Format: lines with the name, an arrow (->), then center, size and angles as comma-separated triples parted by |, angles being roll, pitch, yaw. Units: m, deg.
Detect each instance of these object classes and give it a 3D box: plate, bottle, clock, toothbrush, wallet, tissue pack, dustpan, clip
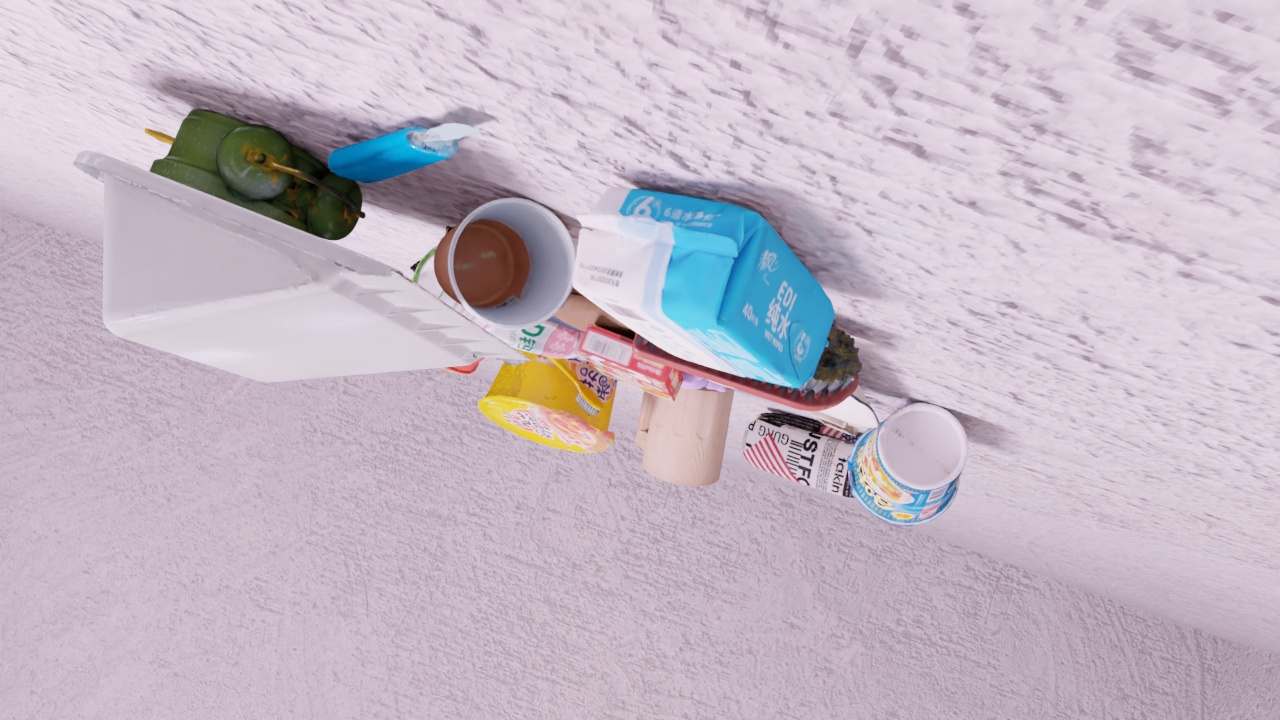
plate -> 0.105, 0.006, 0.718 | 0.164, 0.034, 0.163 | 16, 172, 27
bottle -> -0.106, -0.040, 0.814 | 0.068, 0.068, 0.196 | 12, 173, 46
clock -> -0.263, -0.123, 0.637 | 0.161, 0.056, 0.116 | 15, 172, 31
toothbrush -> -0.100, -0.014, 0.880 | 0.191, 0.018, 0.016 | 44, -149, 22
wallet -> -0.024, -0.036, 0.762 | 0.115, 0.033, 0.090 | 14, 174, 33
tissue pack -> 0.036, -0.037, 0.464 | 0.090, 0.063, 0.140 | 17, 171, 34
dustpan -> -0.232, -0.072, 0.606 | 0.258, 0.142, 0.222 | -8, 167, 10
clip -> 0.146, 0.028, 0.800 | 0.105, 0.034, 0.082 | 26, 178, 17

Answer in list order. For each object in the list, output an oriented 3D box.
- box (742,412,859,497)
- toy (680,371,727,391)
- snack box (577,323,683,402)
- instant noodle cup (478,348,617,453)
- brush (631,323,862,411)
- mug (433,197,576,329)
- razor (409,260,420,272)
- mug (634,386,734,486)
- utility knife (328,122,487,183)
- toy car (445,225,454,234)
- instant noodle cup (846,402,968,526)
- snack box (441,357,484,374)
box -> 0.208, 0.102, 1.086 | 0.163, 0.076, 0.087 | 14, -163, 33
toy -> 0.027, 0.004, 0.893 | 0.108, 0.039, 0.084 | 14, 171, 30
snack box -> -0.005, 0.005, 0.779 | 0.075, 0.025, 0.153 | 22, 175, 7
instant noodle cup -> -0.083, 0.020, 0.941 | 0.138, 0.109, 0.138 | 16, 159, 6
brush -> 0.070, -0.007, 0.588 | 0.146, 0.063, 0.069 | 19, 154, -4
mug -> -0.096, -0.062, 0.601 | 0.078, 0.078, 0.123 | 22, 177, -21
razor -> -0.191, -0.084, 0.851 | 0.043, 0.028, 0.133 | 52, 169, -8
mug -> 0.040, 0.061, 0.972 | 0.084, 0.104, 0.125 | -1, -161, -34
utility knife -> -0.130, -0.114, 0.501 | 0.034, 0.018, 0.192 | 10, 179, -35
toy car -> -0.113, -0.074, 0.711 | 0.048, 0.032, 0.105 | 16, 174, 24
instant noodle cup -> 0.229, 0.084, 0.774 | 0.099, 0.099, 0.110 | 18, 166, 12
snack box -> -0.189, -0.038, 0.958 | 0.082, 0.091, 0.080 | 21, 166, -20
